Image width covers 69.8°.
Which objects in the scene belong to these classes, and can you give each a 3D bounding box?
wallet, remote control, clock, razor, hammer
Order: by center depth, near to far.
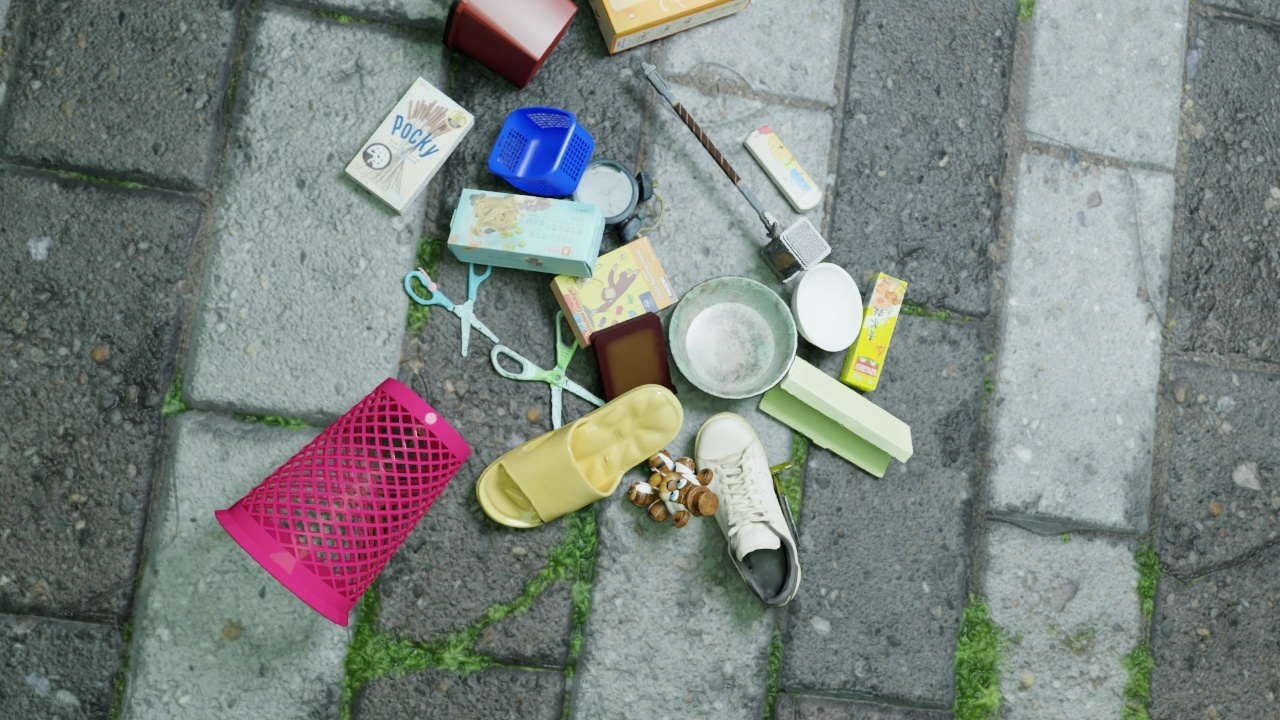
[{"bbox_3d":[-0.007,0.007,1.106,0.091,0.018,0.116,-21,118,-17],"label":"wallet"},{"bbox_3d":[0.104,-0.238,1.127,0.044,0.098,0.322,-39,91,-10],"label":"hammer"},{"bbox_3d":[-0.034,-0.199,1.130,0.129,0.052,0.090,18,83,-11],"label":"clock"},{"bbox_3d":[0.181,0.182,1.143,0.042,0.026,0.106,-17,92,-12],"label":"razor"},{"bbox_3d":[0.184,-0.246,1.181,0.038,0.018,0.125,-38,89,-10],"label":"remote control"}]

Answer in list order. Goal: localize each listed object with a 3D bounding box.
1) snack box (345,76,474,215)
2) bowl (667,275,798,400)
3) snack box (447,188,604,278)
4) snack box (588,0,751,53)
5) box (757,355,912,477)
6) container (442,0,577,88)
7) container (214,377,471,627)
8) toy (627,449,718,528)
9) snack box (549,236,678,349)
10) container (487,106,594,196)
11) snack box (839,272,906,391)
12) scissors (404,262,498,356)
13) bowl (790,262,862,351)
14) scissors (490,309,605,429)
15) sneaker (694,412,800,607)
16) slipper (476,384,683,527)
[{"bbox_3d":[-0.278,-0.260,1.110,0.082,0.026,0.150,36,82,-3],"label":"snack box"},{"bbox_3d":[0.112,-0.024,1.129,0.157,0.038,0.157,0,75,0],"label":"bowl"},{"bbox_3d":[-0.133,-0.149,1.079,0.175,0.053,0.075,9,73,12],"label":"snack box"},{"bbox_3d":[0.026,-0.487,1.146,0.195,0.081,0.145,-22,89,-10],"label":"snack box"},{"bbox_3d":[0.249,0.065,1.148,0.188,0.089,0.077,30,51,-4],"label":"box"},{"bbox_3d":[-0.185,-0.432,1.078,0.201,0.148,0.127,37,80,-13],"label":"container"},{"bbox_3d":[-0.309,0.142,1.006,0.183,0.183,0.225,43,73,-3],"label":"container"},{"bbox_3d":[0.045,0.155,1.083,0.067,0.113,0.087,38,76,-26],"label":"toy"},{"bbox_3d":[-0.033,-0.082,1.117,0.125,0.040,0.088,-26,89,-15],"label":"snack box"},{"bbox_3d":[-0.115,-0.245,1.094,0.114,0.058,0.096,16,80,37],"label":"container"},{"bbox_3d":[0.298,-0.036,1.174,0.040,0.029,0.148,20,83,-6],"label":"snack box"},{"bbox_3d":[-0.212,-0.080,1.114,0.136,0.015,0.125,42,82,-9],"label":"scissors"},{"bbox_3d":[0.224,-0.064,1.153,0.109,0.041,0.110,4,83,-32],"label":"bowl"},{"bbox_3d":[-0.107,0.022,1.120,0.168,0.023,0.171,3,82,-13],"label":"scissors"},{"bbox_3d":[0.123,0.183,1.082,0.089,0.102,0.241,-21,92,12],"label":"sneaker"},{"bbox_3d":[-0.064,0.119,1.072,0.263,0.078,0.099,-31,108,-5],"label":"slipper"}]
